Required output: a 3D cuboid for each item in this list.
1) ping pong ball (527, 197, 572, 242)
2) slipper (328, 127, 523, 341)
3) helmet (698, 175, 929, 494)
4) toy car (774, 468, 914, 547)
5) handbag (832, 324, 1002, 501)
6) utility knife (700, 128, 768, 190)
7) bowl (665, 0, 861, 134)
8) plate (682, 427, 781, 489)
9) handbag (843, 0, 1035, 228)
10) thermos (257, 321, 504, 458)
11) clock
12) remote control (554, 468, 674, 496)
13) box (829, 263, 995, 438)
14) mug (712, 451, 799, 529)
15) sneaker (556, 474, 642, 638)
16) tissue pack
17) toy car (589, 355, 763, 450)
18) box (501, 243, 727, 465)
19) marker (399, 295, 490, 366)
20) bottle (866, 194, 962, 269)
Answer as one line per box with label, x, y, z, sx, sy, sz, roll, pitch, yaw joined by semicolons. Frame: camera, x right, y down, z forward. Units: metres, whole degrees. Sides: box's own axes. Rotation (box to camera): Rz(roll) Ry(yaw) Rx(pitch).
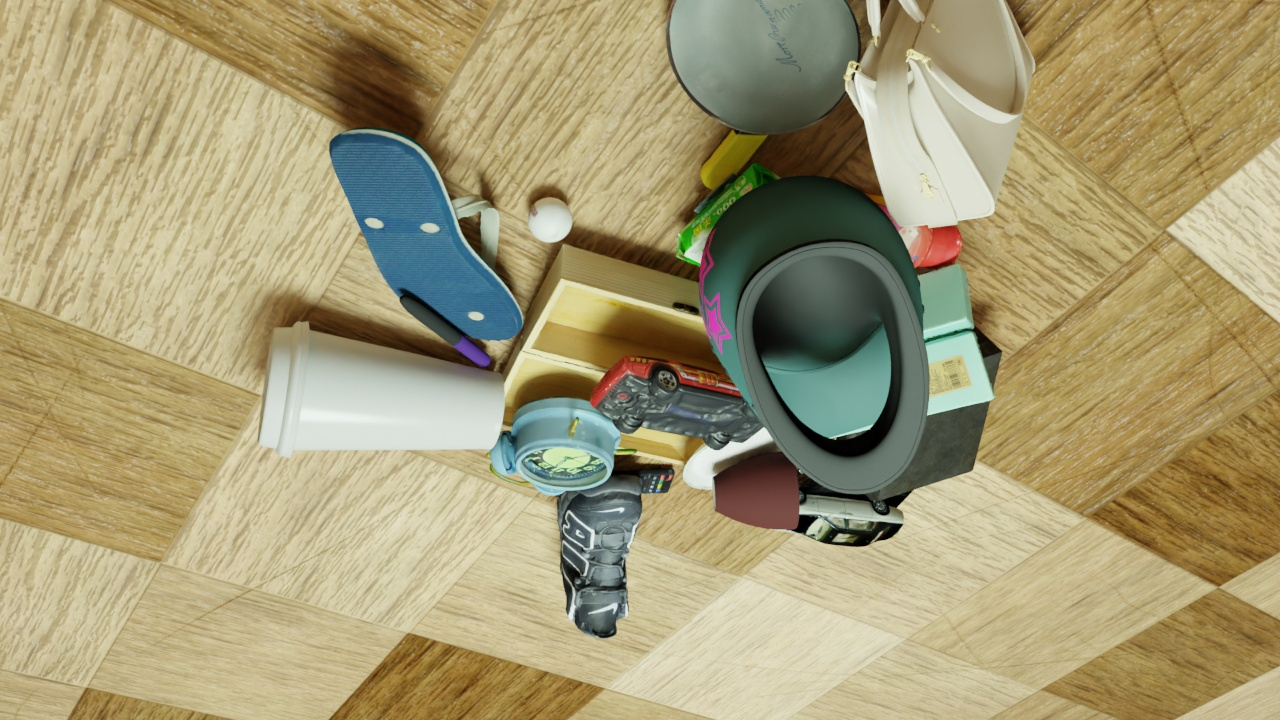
ping pong ball;-0.082;-0.127;0.829;0.040;0.040;0.040;-3;132;-4
slipper;-0.183;-0.111;0.810;0.118;0.060;0.295;0;150;10
helmet;0.150;-0.023;0.780;0.176;0.200;0.275;-18;111;8
toy car;0.240;0.186;1.119;0.191;0.071;0.094;9;138;-14
handbag;0.262;0.061;0.993;0.199;0.102;0.198;-17;133;-13
utility knife;0.110;-0.215;0.787;0.028;0.020;0.173;23;126;-28
bowl;0.099;-0.254;0.711;0.151;0.056;0.151;16;140;14
plate;0.122;0.105;1.049;0.157;0.014;0.157;-13;150;-8
handbag;0.214;-0.232;0.678;0.101;0.194;0.198;-2;139;40
thermos;-0.254;0.038;0.911;0.221;0.131;0.132;8;130;-23
clock;-0.092;0.095;0.975;0.162;0.060;0.118;-27;136;36
remote control;-0.031;0.142;1.089;0.140;0.021;0.046;1;141;-13
box;0.232;-0.004;0.887;0.187;0.138;0.052;-20;155;33
mug;0.126;0.147;1.040;0.088;0.114;0.087;-3;92;0
sneaker;-0.048;0.244;1.074;0.097;0.150;0.253;0;141;-10
tissue pack;0.099;-0.123;0.847;0.099;0.034;0.114;21;129;-41
toy car;0.048;0.041;0.909;0.189;0.056;0.082;15;141;-27
box;-0.006;0.010;0.946;0.246;0.068;0.254;15;133;-18
marker;-0.189;-0.028;0.892;0.015;0.018;0.134;-56;141;-8
bottle;0.236;-0.117;0.869;0.134;0.048;0.072;7;130;-13
